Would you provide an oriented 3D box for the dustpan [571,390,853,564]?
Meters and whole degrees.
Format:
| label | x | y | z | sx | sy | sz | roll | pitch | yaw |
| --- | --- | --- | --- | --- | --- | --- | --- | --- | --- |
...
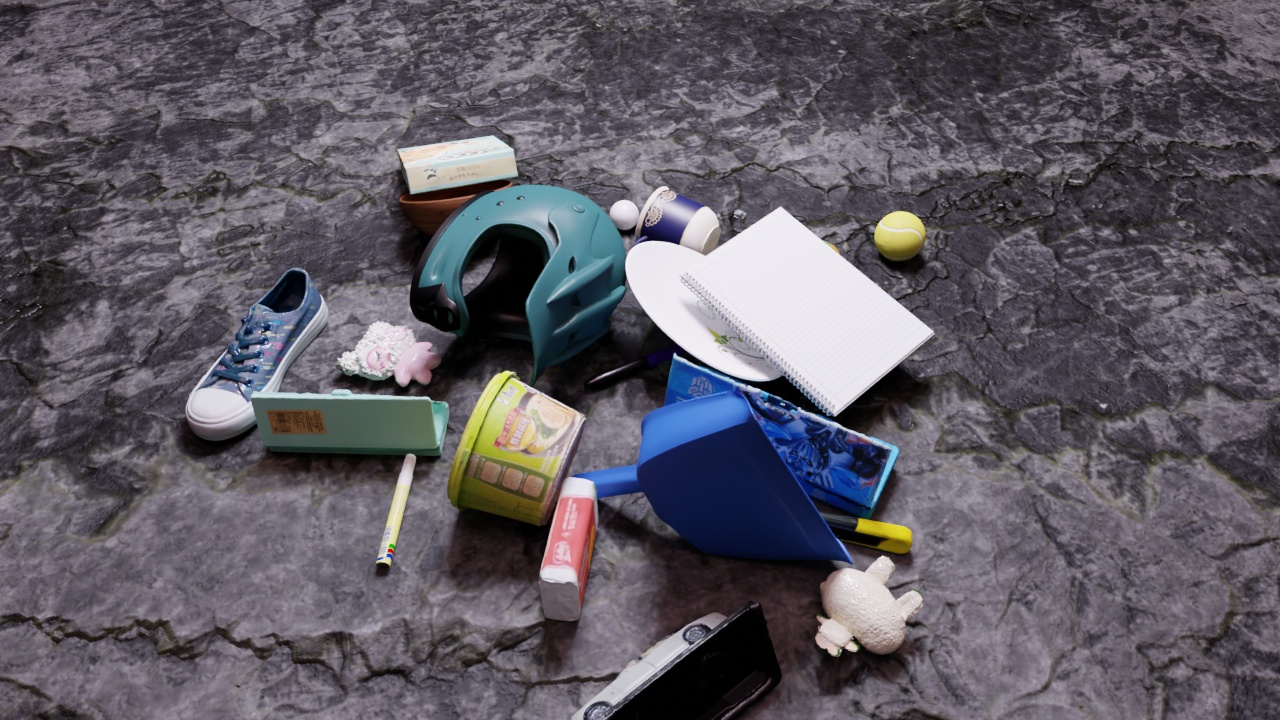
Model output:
| label | x | y | z | sx | sy | sz | roll | pitch | yaw |
| --- | --- | --- | --- | --- | --- | --- | --- | --- | --- |
| dustpan | 0.039 | 0.125 | 0.871 | 0.258 | 0.245 | 0.059 | -13 | 45 | 27 |

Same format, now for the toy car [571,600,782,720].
| label | x | y | z | sx | sy | sz | roll | pitch | yaw |
| --- | --- | --- | --- | --- | --- | --- | --- | --- | --- |
| toy car | 0.023 | 0.280 | 0.777 | 0.191 | 0.094 | 0.071 | -31 | 25 | -27 |

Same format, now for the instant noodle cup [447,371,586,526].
| label | x | y | z | sx | sy | sz | roll | pitch | yaw |
| --- | --- | --- | --- | --- | --- | --- | --- | --- | --- |
| instant noodle cup | -0.118 | 0.092 | 0.905 | 0.098 | 0.146 | 0.145 | 20 | 48 | 3 |

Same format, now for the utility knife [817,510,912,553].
| label | x | y | z | sx | sy | sz | roll | pitch | yaw |
| --- | --- | --- | --- | --- | --- | --- | --- | --- | --- |
| utility knife | 0.185 | 0.165 | 0.922 | 0.172 | 0.029 | 0.020 | 11 | 41 | 10 |

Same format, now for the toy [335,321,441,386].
| label | x | y | z | sx | sy | sz | roll | pitch | yaw |
| --- | --- | --- | --- | --- | --- | --- | --- | --- | --- |
| toy | -0.284 | -0.007 | 1.062 | 0.109 | 0.041 | 0.095 | 19 | 46 | 7 |

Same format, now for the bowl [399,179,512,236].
| label | x | y | z | sx | sy | sz | roll | pitch | yaw |
| --- | --- | --- | --- | --- | --- | --- | --- | --- | --- |
| bowl | -0.237 | -0.190 | 1.207 | 0.147 | 0.069 | 0.147 | -6 | 20 | 2 |

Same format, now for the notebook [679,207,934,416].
| label | x | y | z | sx | sy | sz | roll | pitch | yaw |
| --- | --- | --- | --- | --- | --- | --- | --- | --- | --- |
| notebook | 0.189 | -0.064 | 1.059 | 0.177 | 0.013 | 0.245 | -35 | 66 | -24 |

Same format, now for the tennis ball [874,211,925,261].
| label | x | y | z | sx | sy | sz | roll | pitch | yaw |
| --- | --- | --- | --- | --- | --- | --- | --- | --- | --- |
| tennis ball | 0.345 | -0.165 | 1.220 | 0.065 | 0.065 | 0.065 | 1 | 46 | -1 |

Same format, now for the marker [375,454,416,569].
| label | x | y | z | sx | sy | sz | roll | pitch | yaw |
| --- | --- | --- | --- | --- | --- | --- | --- | --- | --- |
| marker | -0.245 | 0.150 | 0.927 | 0.014 | 0.014 | 0.132 | 3 | 46 | 0 |

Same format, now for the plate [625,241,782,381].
| label | x | y | z | sx | sy | sz | roll | pitch | yaw |
| --- | --- | --- | --- | --- | --- | --- | --- | --- | --- |
| plate | 0.075 | -0.052 | 1.081 | 0.229 | 0.030 | 0.229 | 25 | 34 | -19 |

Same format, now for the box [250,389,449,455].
| label | x | y | z | sx | sy | sz | roll | pitch | yaw |
| --- | --- | --- | --- | --- | --- | --- | --- | --- | --- |
| box | -0.303 | 0.050 | 0.967 | 0.188 | 0.093 | 0.077 | 2 | 47 | 0 |

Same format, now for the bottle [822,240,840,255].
| label | x | y | z | sx | sy | sz | roll | pitch | yaw |
| --- | --- | --- | --- | --- | --- | --- | --- | --- | --- |
| bottle | 0.222 | -0.051 | 1.102 | 0.068 | 0.068 | 0.209 | 0 | 50 | -2 |

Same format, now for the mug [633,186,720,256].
| label | x | y | z | sx | sy | sz | roll | pitch | yaw |
| --- | --- | --- | --- | --- | --- | --- | --- | --- | --- |
| mug | 0.047 | -0.162 | 1.194 | 0.089 | 0.086 | 0.111 | 28 | 56 | 19 |

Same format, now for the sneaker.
| label | x | y | z | sx | sy | sz | roll | pitch | yaw |
| --- | --- | --- | --- | --- | --- | --- | --- | --- | --- |
| sneaker | -0.436 | -0.016 | 1.034 | 0.087 | 0.079 | 0.234 | 12 | 47 | 9 |

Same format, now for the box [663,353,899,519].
| label | x | y | z | sx | sy | sz | roll | pitch | yaw |
| --- | --- | --- | --- | --- | --- | --- | --- | --- | --- |
| box | 0.148 | 0.059 | 0.961 | 0.243 | 0.115 | 0.093 | 23 | 50 | 19 |

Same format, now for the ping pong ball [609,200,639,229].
| label | x | y | z | sx | sy | sz | roll | pitch | yaw |
| --- | --- | --- | --- | --- | --- | --- | --- | --- | --- |
| ping pong ball | -0.022 | -0.199 | 1.255 | 0.040 | 0.040 | 0.040 | 1 | 46 | -1 |

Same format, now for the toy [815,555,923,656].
| label | x | y | z | sx | sy | sz | roll | pitch | yaw |
| --- | --- | --- | --- | --- | --- | --- | --- | --- | --- |
| toy | 0.203 | 0.231 | 0.842 | 0.112 | 0.050 | 0.087 | -38 | 62 | -15 |

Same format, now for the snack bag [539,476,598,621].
| label | x | y | z | sx | sy | sz | roll | pitch | yaw |
| --- | --- | --- | --- | --- | --- | --- | --- | --- | --- |
| snack bag | -0.066 | 0.178 | 0.863 | 0.036 | 0.077 | 0.115 | 6 | 46 | 5 |

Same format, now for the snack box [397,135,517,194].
| label | x | y | z | sx | sy | sz | roll | pitch | yaw |
| --- | --- | --- | --- | --- | --- | --- | --- | --- | --- |
| snack box | -0.256 | -0.272 | 1.265 | 0.141 | 0.044 | 0.193 | -12 | 21 | -13 |

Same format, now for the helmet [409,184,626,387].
| label | x | y | z | sx | sy | sz | roll | pitch | yaw |
| --- | --- | --- | --- | --- | --- | --- | --- | --- | --- |
| helmet | -0.119 | -0.089 | 1.042 | 0.200 | 0.177 | 0.273 | 16 | 38 | 15 |

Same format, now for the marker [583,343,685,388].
| label | x | y | z | sx | sy | sz | roll | pitch | yaw |
| --- | --- | --- | --- | --- | --- | --- | --- | --- | --- |
| marker | -0.006 | 0.006 | 1.075 | 0.133 | 0.015 | 0.018 | -21 | 22 | -21 |
